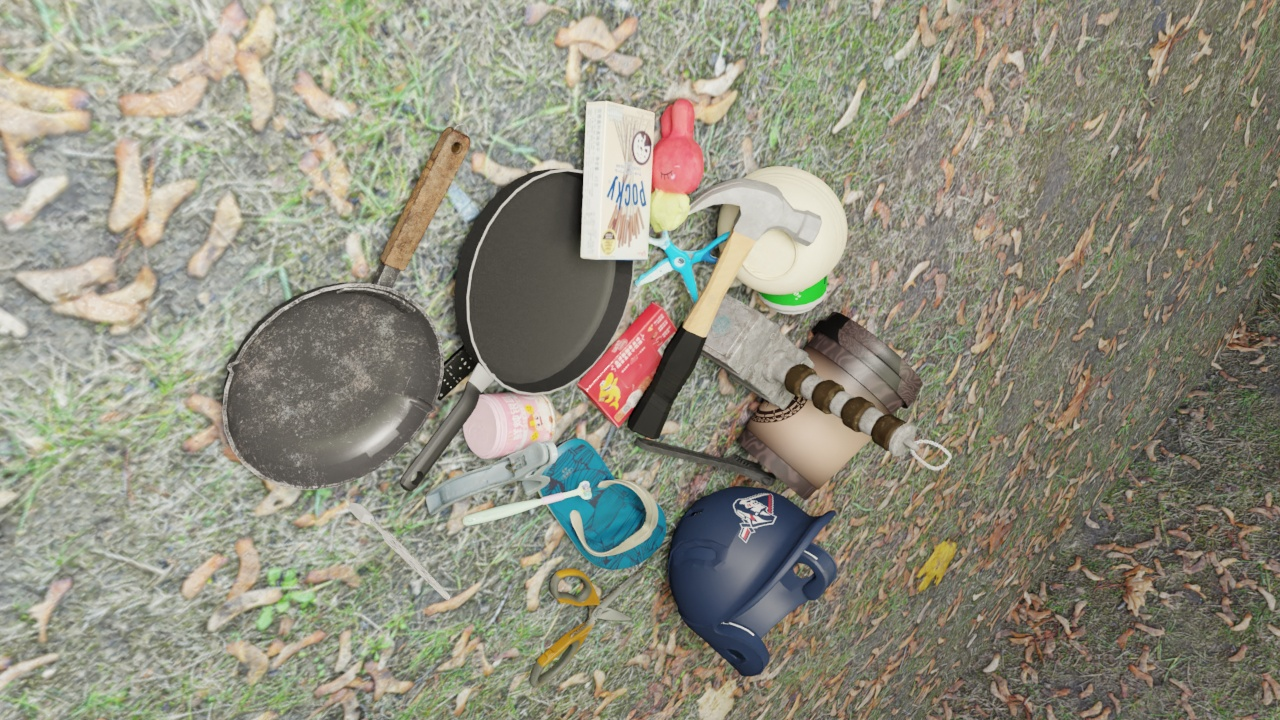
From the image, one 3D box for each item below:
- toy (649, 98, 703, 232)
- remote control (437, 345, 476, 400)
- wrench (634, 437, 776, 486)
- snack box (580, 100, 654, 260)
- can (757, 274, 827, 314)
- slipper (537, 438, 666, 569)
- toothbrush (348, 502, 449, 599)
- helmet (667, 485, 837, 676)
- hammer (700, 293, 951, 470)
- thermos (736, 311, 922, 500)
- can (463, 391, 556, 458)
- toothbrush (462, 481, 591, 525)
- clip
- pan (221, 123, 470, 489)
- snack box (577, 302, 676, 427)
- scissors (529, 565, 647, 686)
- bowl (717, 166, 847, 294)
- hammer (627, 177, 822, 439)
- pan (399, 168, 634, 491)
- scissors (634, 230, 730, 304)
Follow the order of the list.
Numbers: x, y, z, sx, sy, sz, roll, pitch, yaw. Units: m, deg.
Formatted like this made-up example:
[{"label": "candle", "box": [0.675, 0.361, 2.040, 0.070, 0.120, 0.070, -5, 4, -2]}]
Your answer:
[{"label": "toy", "box": [0.033, -0.198, 0.939, 0.045, 0.092, 0.135, 3, 99, -27]}, {"label": "remote control", "box": [-0.160, -0.016, 0.928, 0.140, 0.009, 0.030, -45, 139, -13]}, {"label": "wrench", "box": [0.093, 0.135, 1.245, 0.272, 0.073, 0.018, 18, 102, -43]}, {"label": "snack box", "box": [-0.022, -0.174, 0.905, 0.081, 0.026, 0.150, -10, 105, -54]}, {"label": "can", "box": [0.187, -0.134, 1.133, 0.087, 0.088, 0.140, -31, 134, -27]}, {"label": "slipper", "box": [-0.038, 0.199, 1.156, 0.118, 0.060, 0.295, -44, 138, -8]}, {"label": "toothbrush", "box": [-0.228, 0.175, 0.855, 0.010, 0.182, 0.010, 24, 92, -47]}, {"label": "helmet", "box": [0.155, 0.275, 1.259, 0.231, 0.223, 0.273, -35, 174, -44]}, {"label": "hammer", "box": [0.216, 0.039, 1.091, 0.079, 0.326, 0.177, -56, 140, -1]}, {"label": "thermos", "box": [0.256, 0.069, 1.286, 0.226, 0.173, 0.172, -49, 140, 2]}, {"label": "can", "box": [-0.137, 0.066, 0.961, 0.076, 0.067, 0.067, -4, 118, -45]}, {"label": "toothbrush", "box": [-0.129, 0.166, 1.052, 0.154, 0.015, 0.022, -12, 87, -22]}, {"label": "clip", "box": [-0.147, 0.130, 0.986, 0.164, 0.032, 0.165, -21, 166, 2]}, {"label": "pan", "box": [-0.238, -0.048, 0.809, 0.207, 0.040, 0.357, 19, 100, -49]}, {"label": "snack box", "box": [-0.006, 0.006, 1.086, 0.133, 0.021, 0.089, -48, 139, -10]}, {"label": "scissors", "box": [-0.080, 0.353, 1.251, 0.229, 0.016, 0.225, -53, 141, -4]}, {"label": "bowl", "box": [0.152, -0.135, 1.034, 0.075, 0.151, 0.151, -55, 154, -55]}, {"label": "hammer", "box": [0.067, -0.047, 1.019, 0.131, 0.039, 0.329, 23, 118, -6]}, {"label": "pan", "box": [-0.126, -0.026, 0.887, 0.355, 0.034, 0.225, -55, 140, -18]}, {"label": "scissors", "box": [0.050, -0.119, 1.013, 0.140, 0.011, 0.134, -16, 120, 13]}]
